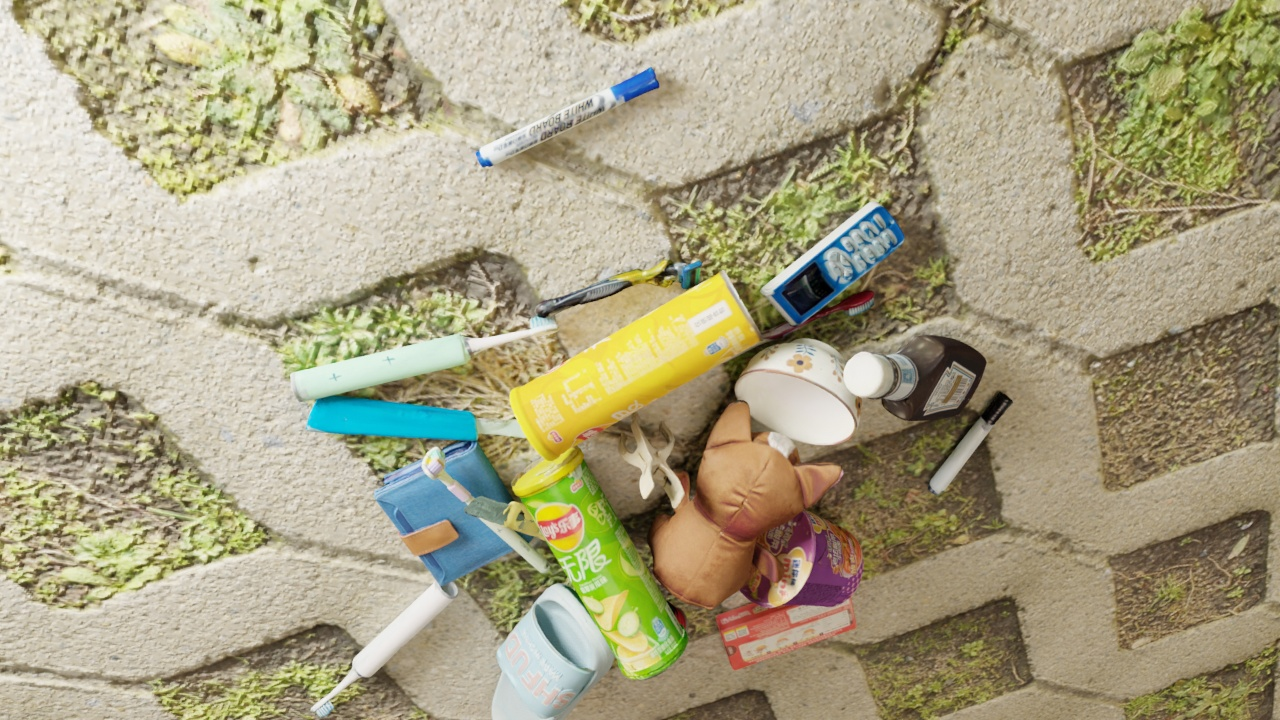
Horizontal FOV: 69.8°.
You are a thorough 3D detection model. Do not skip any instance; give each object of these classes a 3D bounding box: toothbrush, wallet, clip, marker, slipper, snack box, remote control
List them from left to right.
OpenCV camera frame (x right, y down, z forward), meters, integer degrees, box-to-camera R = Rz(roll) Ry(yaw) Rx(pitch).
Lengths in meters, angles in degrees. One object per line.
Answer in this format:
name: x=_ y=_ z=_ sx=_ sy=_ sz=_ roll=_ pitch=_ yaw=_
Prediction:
toothbrush: x=-0.266 y=0.297 z=0.937 sx=0.221 sy=0.026 sz=0.026 roll=-44 pitch=88 yaw=15
toothbrush: x=-0.177 y=-0.003 z=0.762 sx=0.224 sy=0.027 sz=0.026 roll=-13 pitch=158 yaw=-4
wallet: x=-0.172 y=0.143 z=0.854 sx=0.106 sy=0.040 sz=0.133 roll=-25 pitch=124 yaw=-2
toothbrush: x=-0.135 y=0.144 z=0.838 sx=0.020 sy=0.029 sz=0.189 roll=-11 pitch=134 yaw=29
slipper: x=-0.108 y=0.324 z=0.942 sx=0.074 sy=0.104 sz=0.246 roll=-11 pitch=139 yaw=-44
marker: x=-0.055 y=-0.180 z=0.682 sx=0.146 sy=0.017 sz=0.017 roll=-24 pitch=125 yaw=3
clip: x=0.000 y=0.086 z=0.822 sx=0.081 sy=0.104 sz=0.035 roll=28 pitch=115 yaw=-12
toothbrush: x=0.124 y=-0.023 z=0.830 sx=0.187 sy=0.016 sz=0.017 roll=-22 pitch=135 yaw=1
snack box: x=0.166 y=0.297 z=1.042 sx=0.153 sy=0.025 sz=0.075 roll=-19 pitch=126 yaw=0
remote control: x=0.166 y=-0.083 z=0.793 sx=0.125 sy=0.024 sz=0.049 roll=-39 pitch=123 yaw=11
marker: x=0.342 y=0.088 z=0.953 sx=0.022 sy=0.018 sz=0.131 roll=12 pitch=119 yaw=-31

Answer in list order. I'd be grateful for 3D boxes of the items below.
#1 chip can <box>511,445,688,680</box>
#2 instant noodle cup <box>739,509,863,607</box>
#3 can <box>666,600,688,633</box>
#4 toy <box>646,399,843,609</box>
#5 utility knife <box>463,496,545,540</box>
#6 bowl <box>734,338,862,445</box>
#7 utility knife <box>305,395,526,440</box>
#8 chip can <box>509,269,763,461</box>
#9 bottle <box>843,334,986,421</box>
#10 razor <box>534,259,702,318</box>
chip can: x=-0.034 y=0.188 z=0.843 sx=0.072 sy=0.072 sz=0.221 roll=-29 pitch=99 yaw=6
instant noodle cup: x=0.166 y=0.202 z=0.936 sx=0.099 sy=0.111 sz=0.112 roll=19 pitch=116 yaw=-34
can: x=-0.004 y=0.278 z=0.963 sx=0.093 sy=0.066 sz=0.067 roll=25 pitch=114 yaw=-26
toy: x=0.091 y=0.138 z=0.866 sx=0.140 sy=0.130 sz=0.200 roll=28 pitch=121 yaw=4
utility knife: x=-0.093 y=0.157 z=0.867 sx=0.194 sy=0.020 sz=0.031 roll=29 pitch=75 yaw=-41
bowl: x=0.148 y=0.021 z=0.823 sx=0.113 sy=0.062 sz=0.114 roll=22 pitch=152 yaw=13
utility knife: x=-0.182 y=0.055 z=0.803 sx=0.206 sy=0.018 sz=0.034 roll=7 pitch=107 yaw=-18
chip can: x=-0.005 y=0.005 z=0.782 sx=0.213 sy=0.072 sz=0.072 roll=-30 pitch=124 yaw=7
bottle: x=0.243 y=0.015 z=0.813 sx=0.194 sy=0.044 sz=0.080 roll=3 pitch=116 yaw=-49
razor: x=-0.020 y=-0.061 z=0.766 sx=0.142 sy=0.022 sz=0.043 roll=-15 pitch=161 yaw=-3
